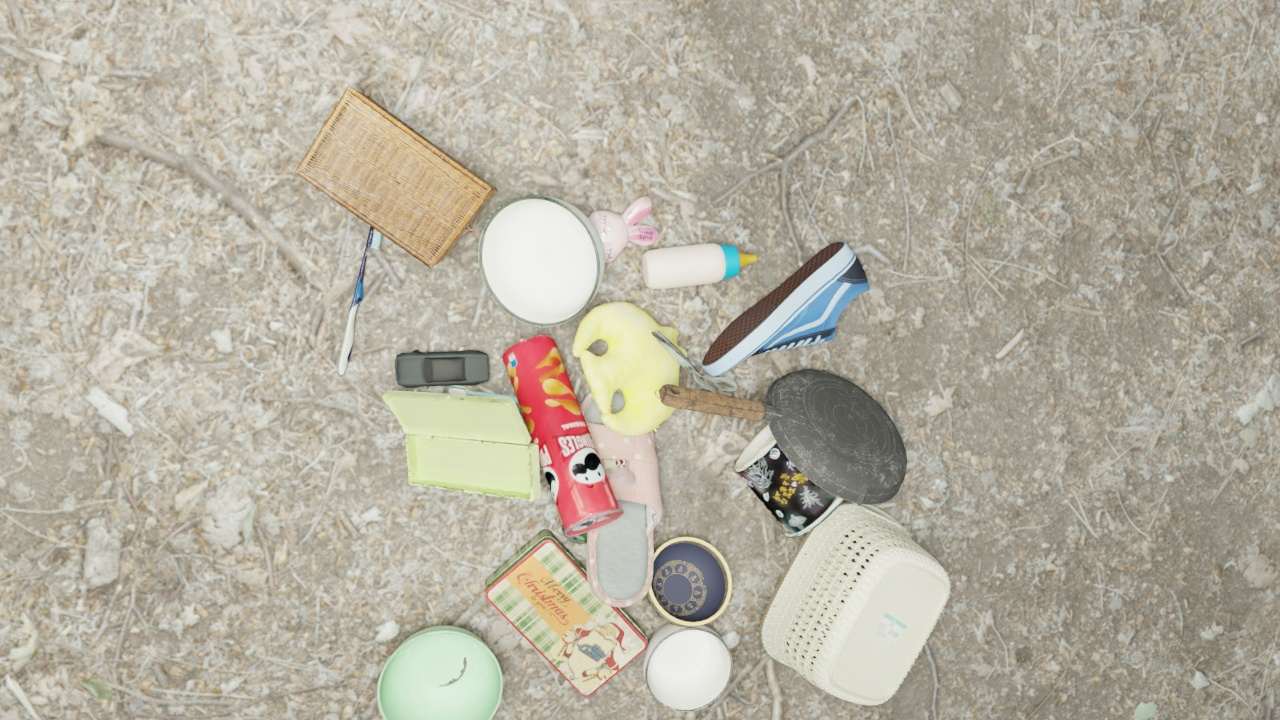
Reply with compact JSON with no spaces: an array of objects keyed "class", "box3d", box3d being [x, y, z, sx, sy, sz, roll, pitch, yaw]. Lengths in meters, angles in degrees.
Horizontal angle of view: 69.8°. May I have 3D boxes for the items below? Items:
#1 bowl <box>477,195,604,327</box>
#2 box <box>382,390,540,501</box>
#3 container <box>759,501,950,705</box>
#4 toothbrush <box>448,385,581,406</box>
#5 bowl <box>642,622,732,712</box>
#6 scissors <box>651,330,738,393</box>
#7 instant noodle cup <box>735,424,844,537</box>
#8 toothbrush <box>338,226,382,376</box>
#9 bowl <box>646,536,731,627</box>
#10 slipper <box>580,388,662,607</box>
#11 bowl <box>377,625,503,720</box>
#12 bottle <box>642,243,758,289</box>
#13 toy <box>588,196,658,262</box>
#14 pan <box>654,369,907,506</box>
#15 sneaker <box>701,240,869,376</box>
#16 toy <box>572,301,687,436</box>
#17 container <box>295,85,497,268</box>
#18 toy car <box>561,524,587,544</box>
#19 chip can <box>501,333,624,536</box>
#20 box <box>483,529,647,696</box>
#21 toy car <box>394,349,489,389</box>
[{"class":"bowl","box3d":[-0.108,-0.121,1.083,0.153,0.072,0.153,6,108,18]},{"class":"box","box3d":[-0.207,0.095,1.075,0.188,0.043,0.141,1,119,28]},{"class":"container","box3d":[0.283,0.321,1.196,0.184,0.143,0.246,26,93,-26]},{"class":"toothbrush","box3d":[-0.149,0.050,1.145,0.180,0.016,0.016,9,96,-12]},{"class":"bowl","box3d":[0.057,0.393,1.205,0.116,0.065,0.116,-1,98,-10]},{"class":"scissors","box3d":[0.058,0.012,1.134,0.170,0.095,0.014,28,60,-21]},{"class":"instant noodle cup","box3d":[0.193,0.138,1.166,0.112,0.137,0.137,43,89,-2]},{"class":"toothbrush","box3d":[-0.335,-0.071,1.094,0.017,0.016,0.189,13,95,-22]},{"class":"bowl","box3d":[0.055,0.291,1.186,0.112,0.061,0.112,6,63,-13]},{"class":"slipper","box3d":[-0.026,0.164,1.130,0.114,0.054,0.274,-2,82,-20]},{"class":"bowl","box3d":[-0.248,0.395,1.145,0.151,0.077,0.151,-1,98,-10]},{"class":"bottle","box3d":[0.076,-0.120,1.141,0.146,0.051,0.051,-7,99,-9]},{"class":"toy","box3d":[-0.031,-0.156,1.121,0.110,0.047,0.063,-23,110,-9]},{"class":"pan","box3d":[0.180,0.068,1.103,0.356,0.207,0.040,14,132,-25]},{"class":"sneaker","box3d":[0.194,-0.040,1.160,0.241,0.083,0.098,-39,106,-5]},{"class":"toy","box3d":[-0.007,0.007,1.125,0.154,0.065,0.170,-26,97,-35]},{"class":"container","box3d":[-0.271,-0.204,1.036,0.198,0.113,0.113,36,95,-11]},{"class":"toy car","box3d":[-0.067,0.190,1.167,0.042,0.036,0.091,28,86,-13]},{"class":"chip can","box3d":[-0.095,0.085,1.081,0.073,0.073,0.233,-20,72,-7]},{"class":"box","box3d":[-0.095,0.326,1.178,0.117,0.050,0.205,-40,102,-3]},{"class":"toy car","box3d":[-0.240,0.010,1.113,0.112,0.034,0.046,-2,98,-10]}]
